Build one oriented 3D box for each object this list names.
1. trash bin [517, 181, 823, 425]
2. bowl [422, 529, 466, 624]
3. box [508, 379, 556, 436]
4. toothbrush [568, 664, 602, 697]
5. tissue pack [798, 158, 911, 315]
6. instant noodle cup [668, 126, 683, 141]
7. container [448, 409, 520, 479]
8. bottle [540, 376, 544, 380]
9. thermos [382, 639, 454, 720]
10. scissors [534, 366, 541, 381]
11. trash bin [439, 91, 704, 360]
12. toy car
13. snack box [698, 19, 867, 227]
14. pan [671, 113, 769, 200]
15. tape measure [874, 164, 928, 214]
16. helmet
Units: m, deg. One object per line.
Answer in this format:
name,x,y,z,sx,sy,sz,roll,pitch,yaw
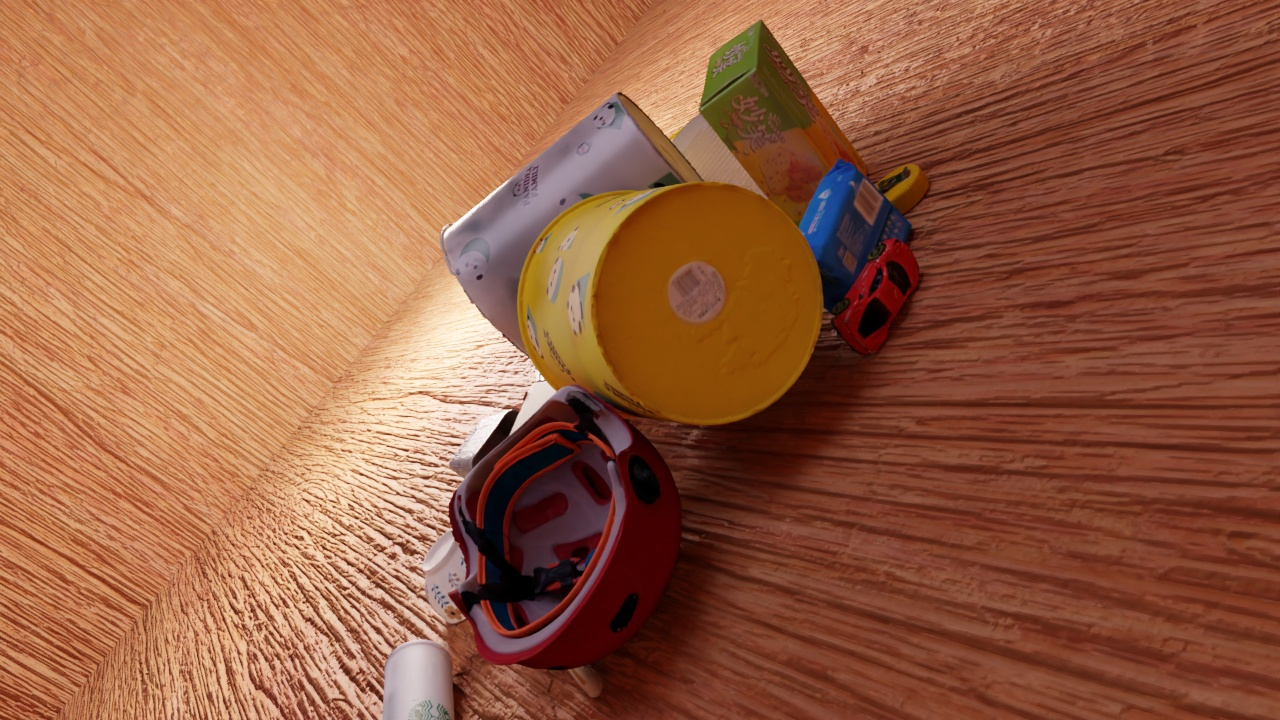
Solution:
trash bin,0.021,-0.047,0.801,0.229,0.229,0.255,-50,13,-6
bowl,-0.201,0.227,1.019,0.114,0.062,0.113,-38,22,18
box,-0.114,0.102,1.002,0.091,0.080,0.168,-11,53,56
toothbrush,-0.072,0.247,0.797,0.016,0.018,0.191,-53,22,-10
tissue pack,0.185,-0.102,0.823,0.052,0.095,0.156,-21,35,51
instant noodle cup,0.075,-0.245,1.253,0.119,0.114,0.118,-39,23,20
container,-0.167,0.119,1.112,0.090,0.090,0.114,-55,19,-22
bottle,-0.086,0.017,1.160,0.068,0.068,0.189,-26,30,43
thermos,-0.194,0.336,0.804,0.073,0.073,0.224,-46,22,4
scissors,-0.137,0.051,1.271,0.189,0.015,0.226,-11,41,57
trash bin,-0.055,-0.146,1.036,0.252,0.229,0.229,-39,22,15
toy car,0.201,-0.056,0.769,0.106,0.049,0.031,-55,25,-19
snack box,0.153,-0.224,0.936,0.070,0.210,0.157,-30,26,28
pan,0.069,-0.158,1.127,0.357,0.078,0.198,-50,55,5
tape measure,0.252,-0.168,0.901,0.057,0.029,0.059,-36,24,24
helmet,-0.046,0.152,0.754,0.207,0.144,0.239,-43,36,20
